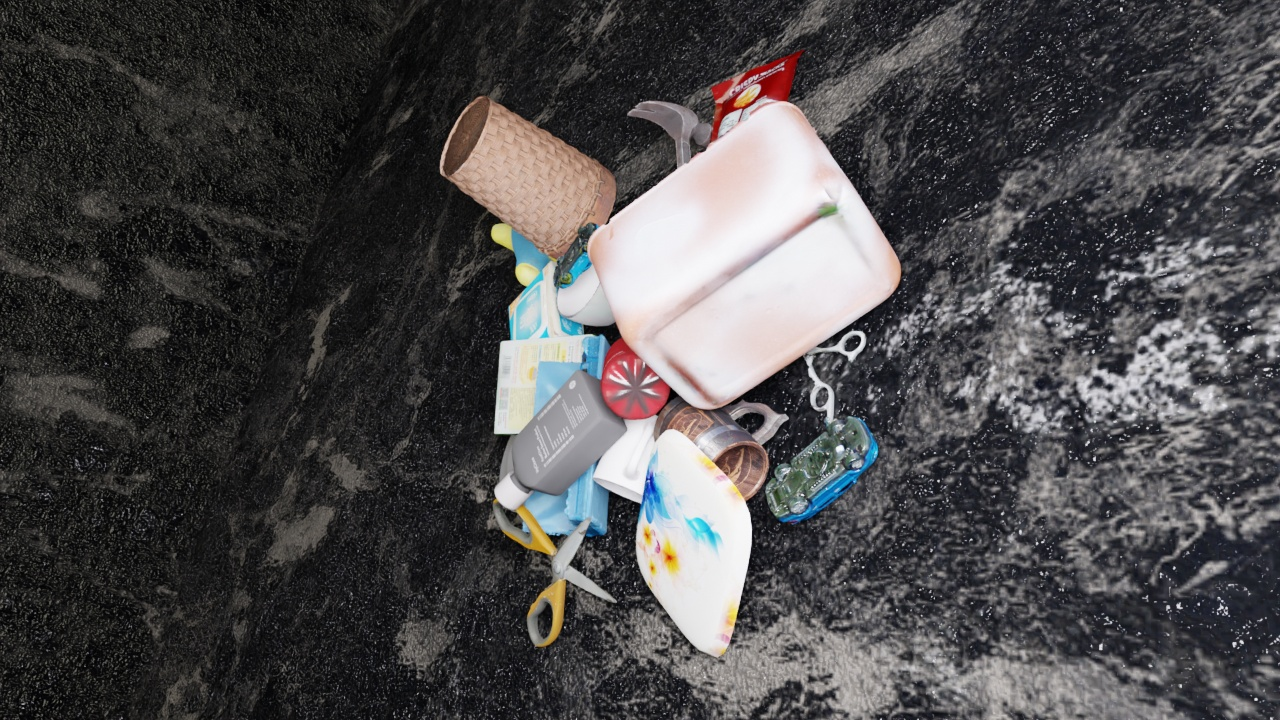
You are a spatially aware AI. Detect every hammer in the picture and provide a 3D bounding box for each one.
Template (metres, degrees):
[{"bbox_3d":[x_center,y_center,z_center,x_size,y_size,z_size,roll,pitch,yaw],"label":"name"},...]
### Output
[{"bbox_3d":[0.050,-0.191,1.154,0.035,0.137,0.313,-30,54,44],"label":"hammer"}]

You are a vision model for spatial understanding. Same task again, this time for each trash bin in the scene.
[{"bbox_3d":[0.103,-0.094,0.902,0.260,0.181,0.157,-35,42,13],"label":"trash bin"},{"bbox_3d":[-0.159,-0.247,1.260,0.152,0.210,0.151,-31,46,38],"label":"trash bin"}]

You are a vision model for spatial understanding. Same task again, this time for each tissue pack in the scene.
[{"bbox_3d":[-0.141,-0.055,1.365,0.117,0.066,0.209,-42,36,28],"label":"tissue pack"}]

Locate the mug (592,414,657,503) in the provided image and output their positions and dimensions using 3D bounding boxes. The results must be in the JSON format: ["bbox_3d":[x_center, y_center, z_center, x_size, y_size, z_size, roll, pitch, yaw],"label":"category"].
[{"bbox_3d":[0.000,0.104,1.017,0.114,0.081,0.087,92,-159,-74],"label":"mug"}]

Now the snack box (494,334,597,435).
[{"bbox_3d":[-0.127,0.036,1.245,0.168,0.027,0.132,-3,79,36],"label":"snack box"}]

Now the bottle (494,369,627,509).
[{"bbox_3d":[-0.099,0.101,1.037,0.174,0.046,0.083,-46,45,17],"label":"bottle"}]

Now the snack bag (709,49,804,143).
[{"bbox_3d":[0.133,-0.298,1.152,0.139,0.066,0.207,-19,50,41],"label":"snack bag"}]

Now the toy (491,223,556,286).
[{"bbox_3d":[-0.132,-0.218,1.446,0.214,0.083,0.149,-45,58,27],"label":"toy"}]

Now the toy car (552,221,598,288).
[{"bbox_3d":[-0.083,-0.140,1.244,0.106,0.032,0.048,-50,34,29],"label":"toy car"}]

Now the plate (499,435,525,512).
[{"bbox_3d":[-0.152,0.127,1.297,0.179,0.012,0.178,-34,43,38],"label":"plate"}]

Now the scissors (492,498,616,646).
[{"bbox_3d":[-0.110,0.234,1.064,0.229,0.016,0.226,48,131,28],"label":"scissors"}]

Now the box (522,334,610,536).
[{"bbox_3d":[-0.094,0.091,1.113,0.112,0.094,0.231,-1,68,11],"label":"box"}]

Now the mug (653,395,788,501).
[{"bbox_3d":[0.085,0.078,0.945,0.116,0.080,0.107,-46,35,-1],"label":"mug"}]

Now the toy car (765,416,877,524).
[{"bbox_3d":[0.166,0.101,0.837,0.120,0.043,0.056,-47,36,26],"label":"toy car"}]

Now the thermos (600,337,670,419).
[{"bbox_3d":[-0.006,0.006,1.060,0.073,0.073,0.239,-57,7,9],"label":"thermos"}]

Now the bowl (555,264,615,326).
[{"bbox_3d":[-0.057,-0.099,1.273,0.117,0.065,0.116,-34,43,38],"label":"bowl"}]

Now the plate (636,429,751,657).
[{"bbox_3d":[0.043,0.178,0.904,0.187,0.016,0.187,43,130,54],"label":"plate"}]

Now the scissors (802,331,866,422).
[{"bbox_3d":[0.166,0.002,0.935,0.142,0.014,0.146,-5,64,50],"label":"scissors"}]
